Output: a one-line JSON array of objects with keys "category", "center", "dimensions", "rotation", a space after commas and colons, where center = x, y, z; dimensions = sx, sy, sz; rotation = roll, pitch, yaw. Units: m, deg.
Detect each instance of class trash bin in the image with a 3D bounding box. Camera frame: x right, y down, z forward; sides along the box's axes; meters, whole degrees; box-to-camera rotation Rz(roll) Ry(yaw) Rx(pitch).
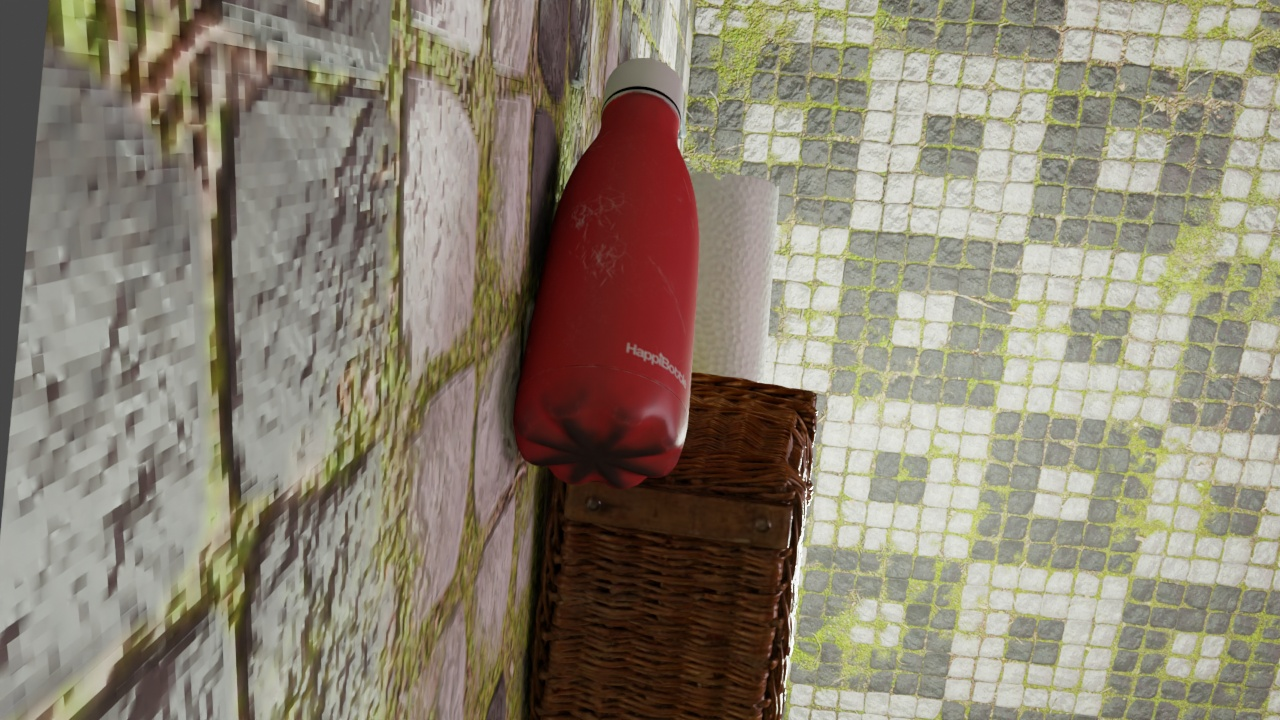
[{"category": "trash bin", "center": [0.047, -0.058, 0.752], "dimensions": [0.133, 0.133, 0.161], "rotation": [39, 51, -86]}]

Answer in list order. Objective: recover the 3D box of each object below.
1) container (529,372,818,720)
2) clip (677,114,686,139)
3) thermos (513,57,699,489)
[{"category": "container", "center": [0.019, 0.141, 0.557], "dimensions": [0.183, 0.162, 0.250], "rotation": [-36, 131, -79]}, {"category": "clip", "center": [0.011, -0.205, 0.760], "dimensions": [0.167, 0.028, 0.127], "rotation": [15, 79, -77]}, {"category": "thermos", "center": [-0.007, -0.058, 0.442], "dimensions": [0.073, 0.073, 0.239], "rotation": [90, 5, -56]}]
